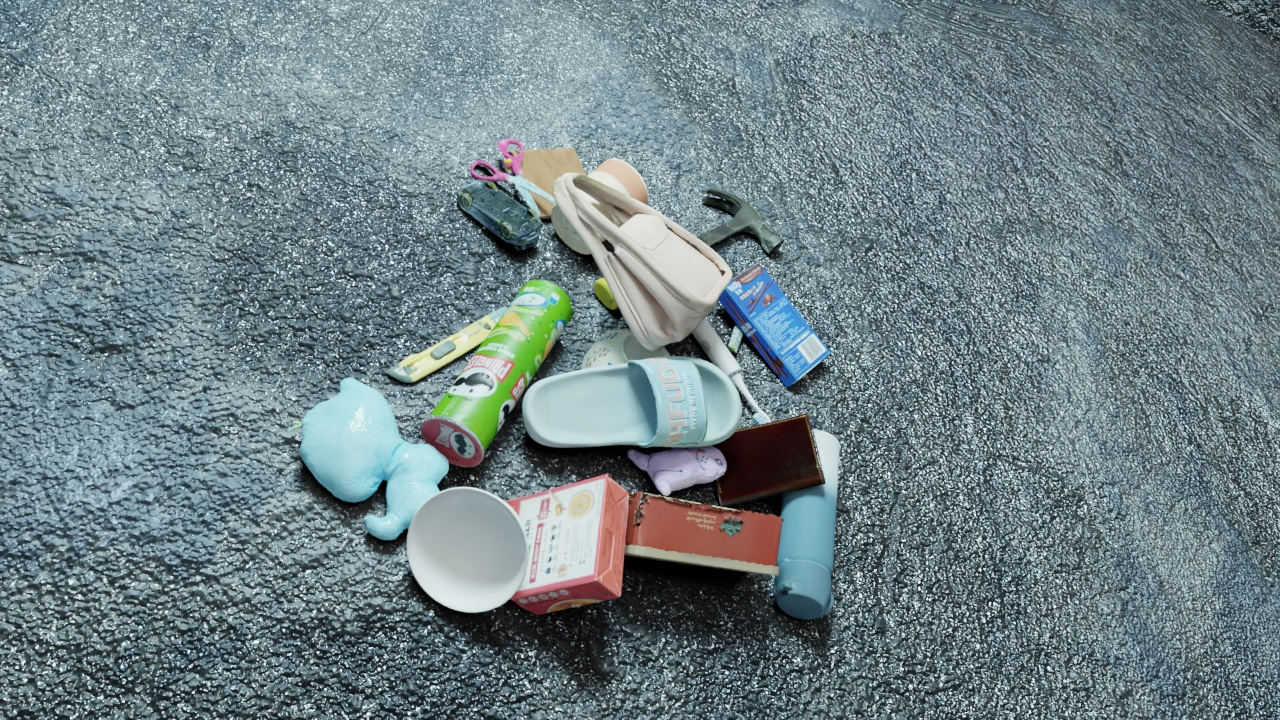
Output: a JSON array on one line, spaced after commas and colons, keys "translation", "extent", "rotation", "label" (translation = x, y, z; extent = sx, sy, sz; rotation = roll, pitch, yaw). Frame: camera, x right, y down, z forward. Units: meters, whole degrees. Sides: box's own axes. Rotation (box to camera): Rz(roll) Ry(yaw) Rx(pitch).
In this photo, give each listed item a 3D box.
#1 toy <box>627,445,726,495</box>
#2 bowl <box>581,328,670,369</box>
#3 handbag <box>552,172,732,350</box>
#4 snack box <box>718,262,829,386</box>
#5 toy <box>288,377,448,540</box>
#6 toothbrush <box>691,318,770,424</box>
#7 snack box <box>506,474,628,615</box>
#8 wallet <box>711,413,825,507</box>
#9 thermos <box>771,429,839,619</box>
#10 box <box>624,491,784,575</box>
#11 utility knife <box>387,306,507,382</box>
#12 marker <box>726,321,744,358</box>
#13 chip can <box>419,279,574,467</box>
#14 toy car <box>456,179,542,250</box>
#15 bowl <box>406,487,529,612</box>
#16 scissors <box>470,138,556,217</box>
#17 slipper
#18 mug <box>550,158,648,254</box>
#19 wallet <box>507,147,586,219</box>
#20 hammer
[{"translation": [0.047, 0.118, 1.035], "extent": [0.107, 0.039, 0.084], "rotation": [-11, 36, -32], "label": "toy"}, {"translation": [-0.006, 0.006, 1.077], "extent": [0.113, 0.062, 0.113], "rotation": [13, 53, -18], "label": "bowl"}, {"translation": [-0.008, -0.133, 1.070], "extent": [0.234, 0.094, 0.193], "rotation": [46, 23, -5], "label": "handbag"}, {"translation": [0.175, -0.049, 1.214], "extent": [0.084, 0.026, 0.157], "rotation": [-34, 85, -40], "label": "snack box"}, {"translation": [-0.264, 0.094, 0.894], "extent": [0.156, 0.050, 0.161], "rotation": [11, 61, -19], "label": "toy"}, {"translation": [0.101, -0.005, 1.161], "extent": [0.026, 0.027, 0.221], "rotation": [-25, 70, -23], "label": "toothbrush"}, {"translation": [-0.078, 0.182, 0.896], "extent": [0.044, 0.127, 0.113], "rotation": [45, 38, -40], "label": "snack box"}, {"translation": [0.144, 0.113, 1.057], "extent": [0.122, 0.020, 0.096], "rotation": [-14, 51, 9], "label": "wallet"}, {"translation": [0.190, 0.183, 1.042], "extent": [0.070, 0.070, 0.219], "rotation": [21, 50, -11], "label": "thermos"}, {"translation": [0.058, 0.173, 0.956], "extent": [0.168, 0.091, 0.079], "rotation": [13, 77, -18], "label": "box"}, {"translation": [-0.208, -0.018, 1.031], "extent": [0.031, 0.019, 0.172], "rotation": [49, 46, 6], "label": "utility knife"}, {"translation": [0.130, -0.043, 1.212], "extent": [0.018, 0.015, 0.123], "rotation": [27, 52, -5], "label": "marker"}, {"translation": [-0.150, 0.007, 1.000], "extent": [0.072, 0.072, 0.235], "rotation": [31, 48, -3], "label": "chip can"}, {"translation": [-0.177, -0.184, 1.151], "extent": [0.120, 0.037, 0.054], "rotation": [38, 49, 17], "label": "toy car"}, {"translation": [-0.154, 0.171, 0.872], "extent": [0.118, 0.118, 0.064], "rotation": [39, 12, 5], "label": "bowl"}, {"translation": [-0.167, -0.229, 1.185], "extent": [0.096, 0.017, 0.137], "rotation": [-25, 67, -10], "label": "scissors"}, {"translation": [-0.005, 0.046, 0.993], "extent": [0.245, 0.074, 0.104], "rotation": [-3, 83, -16], "label": "slipper"}, {"translation": [-0.046, -0.185, 1.188], "extent": [0.105, 0.082, 0.114], "rotation": [-45, 118, -32], "label": "mug"}, {"translation": [-0.114, -0.239, 1.233], "extent": [0.101, 0.020, 0.115], "rotation": [-11, 65, -33], "label": "wallet"}, {"translation": [0.059, -0.149, 1.243], "extent": [0.322, 0.032, 0.126], "rotation": [-31, 73, -38], "label": "hammer"}]
